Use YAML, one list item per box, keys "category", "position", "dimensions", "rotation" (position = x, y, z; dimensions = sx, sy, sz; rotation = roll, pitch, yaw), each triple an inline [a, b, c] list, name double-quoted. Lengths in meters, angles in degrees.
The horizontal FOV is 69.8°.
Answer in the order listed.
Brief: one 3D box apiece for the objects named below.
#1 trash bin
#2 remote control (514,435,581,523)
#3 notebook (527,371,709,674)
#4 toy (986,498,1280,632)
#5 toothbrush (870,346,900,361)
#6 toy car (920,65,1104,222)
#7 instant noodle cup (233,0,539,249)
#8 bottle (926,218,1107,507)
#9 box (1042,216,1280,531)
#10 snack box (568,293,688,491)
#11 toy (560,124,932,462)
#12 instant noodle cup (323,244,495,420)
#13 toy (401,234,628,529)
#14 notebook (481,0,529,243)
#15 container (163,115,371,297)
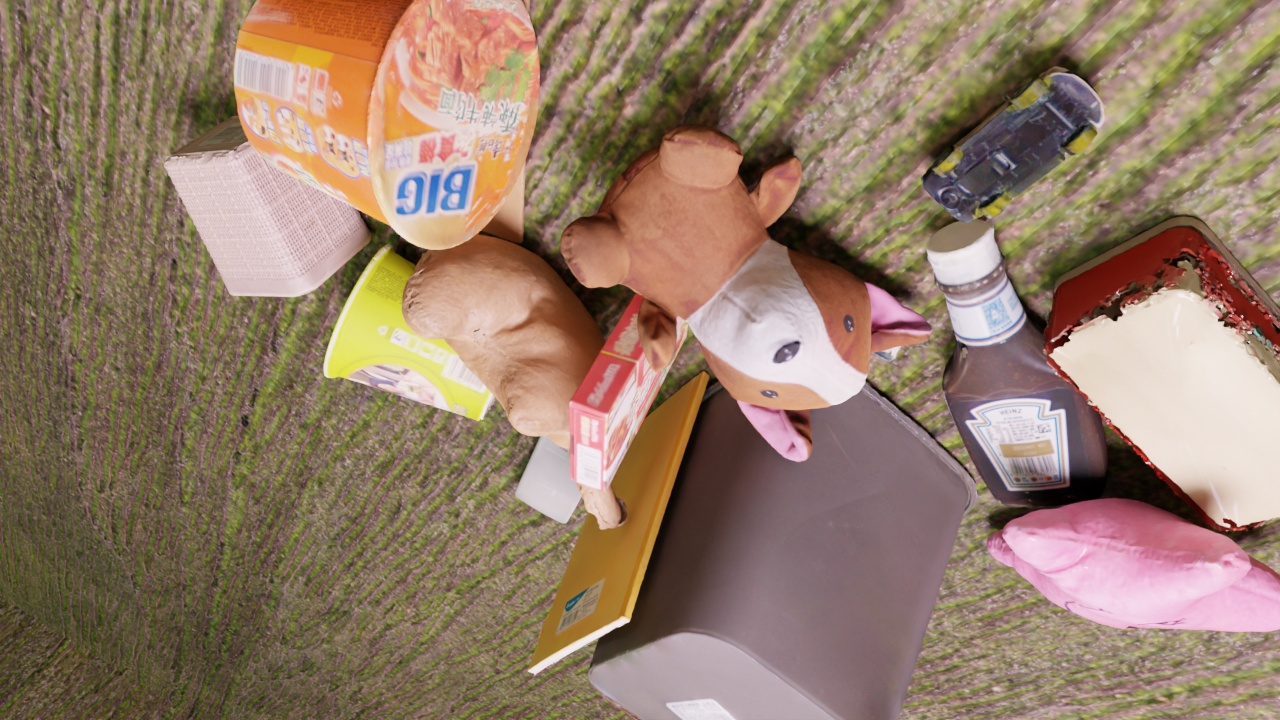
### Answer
- category: "trash bin"
  position: [0.090, 0.148, 0.628]
  dimensions: [0.199, 0.219, 0.199]
  rotation: [38, 139, -11]
- category: "remote control"
  position: [-0.069, 0.094, 0.814]
  dimensions: [0.058, 0.021, 0.150]
  rotation: [30, 139, 1]
- category: "notebook"
  position: [-0.015, 0.115, 0.665]
  dimensions: [0.010, 0.205, 0.146]
  rotation: [32, 139, -13]
- category: "toy"
  position: [0.305, 0.125, 0.549]
  dimensions: [0.179, 0.074, 0.194]
  rotation: [10, 168, 17]
- category: "toothbrush"
  position: [0.086, -0.047, 0.590]
  dimensions: [0.181, 0.015, 0.018]
  rotation: [27, 133, 3]
- category: "toy car"
  position: [0.185, -0.108, 0.457]
  dimensions: [0.042, 0.035, 0.091]
  rotation: [37, 138, -10]
- category: "instant noodle cup"
  position: [-0.143, -0.150, 0.517]
  dimensions: [0.111, 0.151, 0.152]
  rotation: [20, 138, 20]
- category: "bottle"
  position: [0.218, 0.006, 0.544]
  dimensions: [0.080, 0.043, 0.195]
  rotation: [-12, 123, 34]
- category: "box"
  position: [0.299, 0.017, 0.482]
  dimensions: [0.168, 0.077, 0.092]
  rotation: [41, 138, -13]
- category: "snack box"
  position: [-0.003, 0.003, 0.587]
  dimensions: [0.025, 0.152, 0.075]
  rotation: [18, 138, 12]
- category: "toy"
  position: [0.062, -0.040, 0.528]
  dimensions: [0.140, 0.130, 0.199]
  rotation: [-42, 104, 15]
- category: "instant noodle cup"
  position: [-0.160, -0.012, 0.707]
  dimensions: [0.123, 0.111, 0.112]
  rotation: [25, 139, -6]
- category: "toy"
  position: [-0.066, 0.008, 0.633]
  dimensions: [0.226, 0.143, 0.083]
  rotation: [49, 125, -4]
- category: "notebook"
  position: [-0.141, -0.181, 0.595]
  dimensions: [0.149, 0.012, 0.212]
  rotation: [20, 138, 10]
- category: "container"
  position: [-0.275, -0.117, 0.678]
  dimensions: [0.090, 0.090, 0.111]
  rotation: [4, 129, 28]
